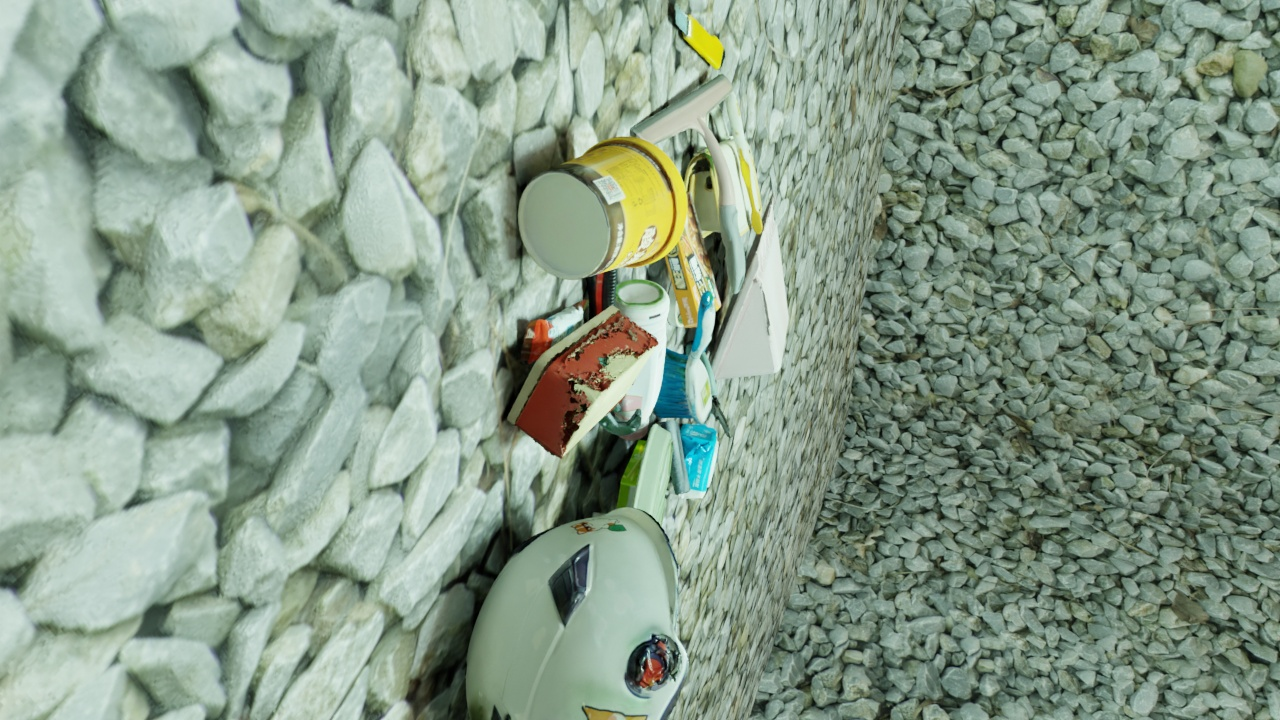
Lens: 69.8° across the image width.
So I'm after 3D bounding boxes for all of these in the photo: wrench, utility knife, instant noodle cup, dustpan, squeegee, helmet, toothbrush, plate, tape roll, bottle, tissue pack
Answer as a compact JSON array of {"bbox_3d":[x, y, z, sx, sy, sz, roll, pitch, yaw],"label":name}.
[{"bbox_3d":[-0.035,-0.031,0.967,0.016,0.056,0.274,-92,177,-57],"label":"wrench"},{"bbox_3d":[0.068,-0.378,1.072,0.195,0.015,0.033,-5,104,-70],"label":"utility knife"},{"bbox_3d":[-0.036,-0.129,0.798,0.114,0.118,0.119,-32,133,-54],"label":"instant noodle cup"},{"bbox_3d":[0.136,-0.082,1.351,0.222,0.139,0.274,-64,146,-58],"label":"dustpan"},{"bbox_3d":[0.096,-0.194,1.093,0.246,0.040,0.250,-48,127,-49],"label":"squeegee"},{"bbox_3d":[-0.077,0.272,0.845,0.156,0.230,0.274,6,96,-31],"label":"helmet"},{"bbox_3d":[0.137,-0.258,1.199,0.018,0.016,0.191,-61,139,-64],"label":"toothbrush"},{"bbox_3d":[0.009,0.189,1.084,0.230,0.027,0.230,11,88,-85],"label":"plate"},{"bbox_3d":[0.057,-0.088,1.237,0.085,0.014,0.086,14,89,-71],"label":"tape roll"},{"bbox_3d":[-0.006,0.006,1.043,0.068,0.068,0.197,-54,154,-49],"label":"bottle"},{"bbox_3d":[0.080,0.147,1.352,0.140,0.063,0.090,-37,138,-81],"label":"tissue pack"}]

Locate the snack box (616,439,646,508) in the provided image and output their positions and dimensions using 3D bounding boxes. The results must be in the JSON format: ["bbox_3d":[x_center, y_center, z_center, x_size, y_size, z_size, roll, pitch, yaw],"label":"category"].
[{"bbox_3d":[-0.007,0.165,1.155,0.156,0.026,0.086,-60,159,-73],"label":"snack box"}]

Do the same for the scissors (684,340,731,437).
[{"bbox_3d":[0.095,0.063,1.297,0.132,0.019,0.185,96,-20,-57],"label":"scissors"}]

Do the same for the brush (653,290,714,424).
[{"bbox_3d":[0.054,-0.003,1.137,0.060,0.109,0.315,-62,156,-25],"label":"brush"}]

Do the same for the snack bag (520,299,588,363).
[{"bbox_3d":[-0.080,-0.028,0.865,0.104,0.026,0.048,-40,153,-62],"label":"snack bag"}]

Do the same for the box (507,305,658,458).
[{"bbox_3d":[-0.044,0.020,0.879,0.091,0.080,0.167,-59,172,30],"label":"box"}]

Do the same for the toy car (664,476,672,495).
[{"bbox_3d":[0.028,0.154,1.260,0.090,0.034,0.043,-64,162,-78],"label":"toy car"}]

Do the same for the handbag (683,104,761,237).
[{"bbox_3d":[0.100,-0.252,1.203,0.163,0.063,0.179,-43,127,-59],"label":"handbag"}]

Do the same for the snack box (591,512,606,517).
[{"bbox_3d":[-0.051,0.239,1.043,0.156,0.027,0.085,-101,-159,-79],"label":"snack box"}]

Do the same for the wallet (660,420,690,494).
[{"bbox_3d":[0.049,0.131,1.229,0.121,0.019,0.097,36,43,-79],"label":"wallet"}]

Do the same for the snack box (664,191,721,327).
[{"bbox_3d":[0.058,-0.124,1.121,0.075,0.026,0.154,-45,123,-57],"label":"snack box"}]
